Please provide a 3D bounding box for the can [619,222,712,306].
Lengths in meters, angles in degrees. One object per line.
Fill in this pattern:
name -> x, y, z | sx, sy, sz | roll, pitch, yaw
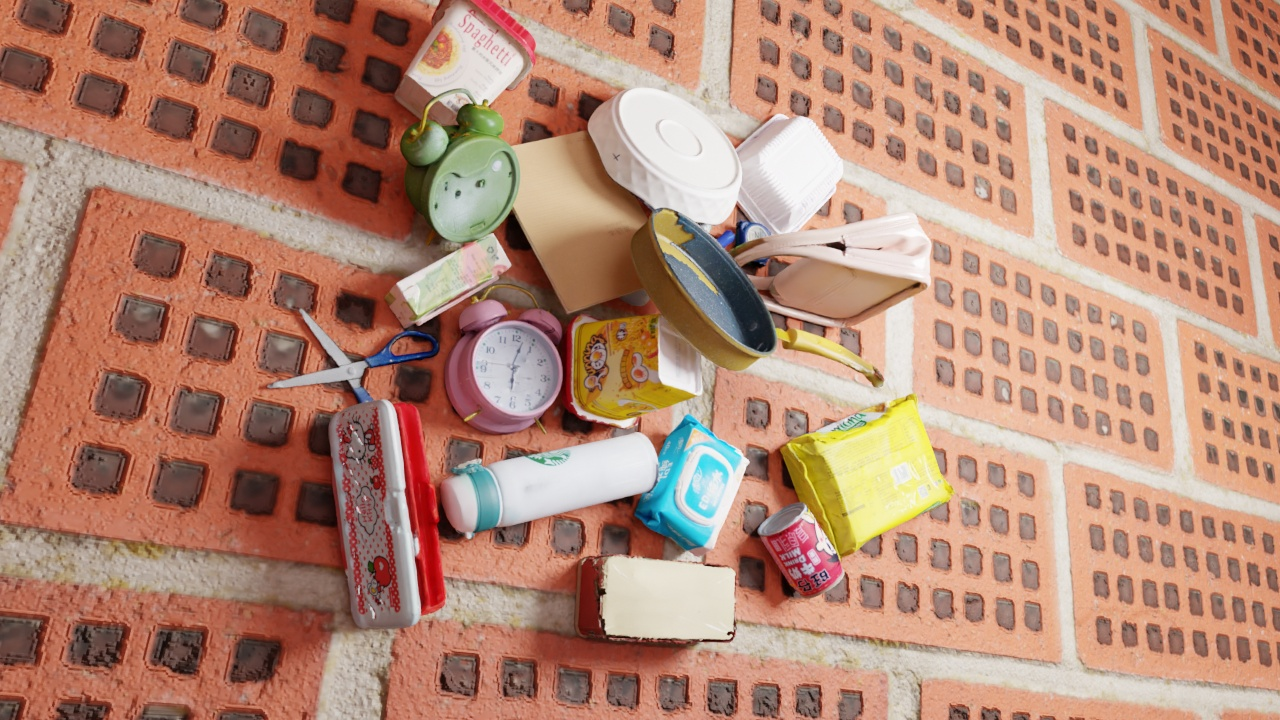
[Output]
can -> 0.024, -0.129, 1.084 | 0.058, 0.058, 0.146 | 48, 58, -11

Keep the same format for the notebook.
notebook -> -0.065, -0.162, 1.025 | 0.149, 0.012, 0.211 | -21, 74, -29

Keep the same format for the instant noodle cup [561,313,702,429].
instant noodle cup -> -0.006, 0.006, 0.972 | 0.116, 0.124, 0.116 | 19, 65, -49

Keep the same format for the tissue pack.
tissue pack -> 0.059, 0.140, 1.023 | 0.090, 0.063, 0.139 | 36, 61, -17

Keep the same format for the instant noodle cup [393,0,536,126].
instant noodle cup -> -0.192, -0.313, 0.983 | 0.116, 0.117, 0.124 | 37, 72, -17

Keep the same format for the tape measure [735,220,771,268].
tape measure -> 0.145, -0.149, 1.182 | 0.054, 0.025, 0.058 | 6, 77, -31

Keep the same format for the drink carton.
drink carton -> -0.196, -0.080, 0.941 | 0.122, 0.054, 0.045 | -35, 96, -33

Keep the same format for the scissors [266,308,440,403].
scissors -> -0.271, 0.018, 0.893 | 0.173, 0.012, 0.162 | -16, 85, -33

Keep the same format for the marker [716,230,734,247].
marker -> 0.069, -0.119, 1.133 | 0.145, 0.017, 0.017 | -42, 99, -33

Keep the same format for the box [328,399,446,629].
box -> -0.225, 0.136, 0.826 | 0.095, 0.098, 0.201 | -7, 83, -27

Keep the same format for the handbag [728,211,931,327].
handbag -> 0.213, -0.112, 1.125 | 0.234, 0.194, 0.093 | 1, 73, -20

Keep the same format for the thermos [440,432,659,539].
thermos -> -0.092, 0.122, 0.936 | 0.223, 0.073, 0.073 | -9, 80, -32

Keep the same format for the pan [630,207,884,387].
pan -> 0.138, -0.046, 1.016 | 0.357, 0.078, 0.197 | 36, 30, -29

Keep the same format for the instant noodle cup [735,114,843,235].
instant noodle cup -> 0.199, -0.252, 1.225 | 0.138, 0.060, 0.173 | 51, 56, -9

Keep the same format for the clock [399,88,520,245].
clock -> -0.185, -0.197, 0.932 | 0.056, 0.161, 0.115 | 34, 51, 30

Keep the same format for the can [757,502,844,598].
can -> 0.189, 0.223, 1.075 | 0.066, 0.067, 0.094 | -35, 95, -33

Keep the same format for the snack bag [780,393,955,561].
snack bag -> 0.297, 0.144, 1.163 | 0.245, 0.068, 0.158 | -17, 85, -34

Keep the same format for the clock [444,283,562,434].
clock -> -0.137, -0.004, 0.951 | 0.117, 0.060, 0.158 | 10, 69, -29

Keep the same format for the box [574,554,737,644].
box -> 0.022, 0.249, 0.962 | 0.168, 0.077, 0.091 | 12, 71, -28

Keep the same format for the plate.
plate -> 0.038, -0.250, 1.093 | 0.204, 0.046, 0.204 | 21, 44, -21
